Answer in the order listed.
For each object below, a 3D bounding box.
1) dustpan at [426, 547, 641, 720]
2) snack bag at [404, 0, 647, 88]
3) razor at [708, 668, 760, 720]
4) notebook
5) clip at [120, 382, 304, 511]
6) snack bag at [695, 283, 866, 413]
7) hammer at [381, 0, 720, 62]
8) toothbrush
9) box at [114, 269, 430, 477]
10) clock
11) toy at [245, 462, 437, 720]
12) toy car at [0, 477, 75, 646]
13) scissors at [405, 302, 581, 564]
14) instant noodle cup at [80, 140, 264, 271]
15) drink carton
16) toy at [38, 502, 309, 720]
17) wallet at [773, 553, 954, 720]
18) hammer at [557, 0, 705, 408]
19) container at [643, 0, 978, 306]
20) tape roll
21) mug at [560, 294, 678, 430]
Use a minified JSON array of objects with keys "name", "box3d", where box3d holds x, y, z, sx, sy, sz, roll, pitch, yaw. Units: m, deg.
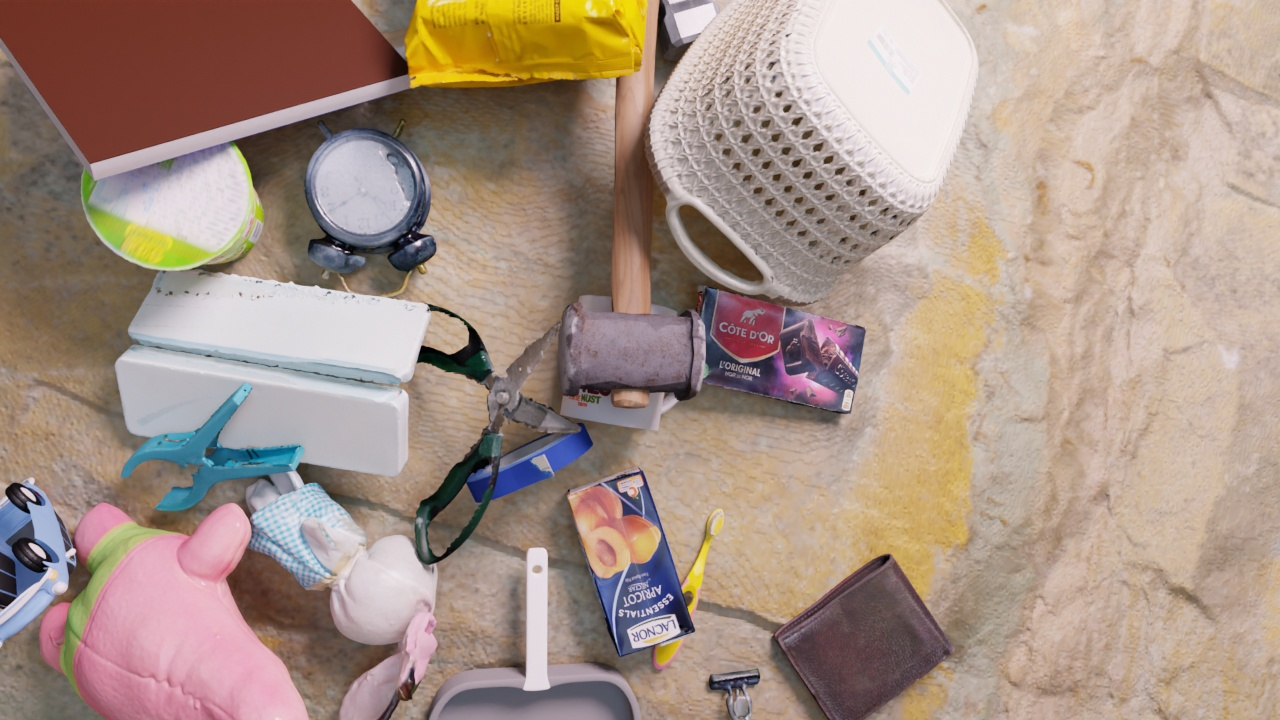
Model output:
[{"name":"dustpan","box3d":[-0.080,0.269,0.694,0.163,0.033,0.257,0,90,-11]},{"name":"snack bag","box3d":[-0.075,-0.293,0.626,0.160,0.068,0.247,-2,71,5]},{"name":"razor","box3d":[0.081,0.320,0.733,0.042,0.022,0.144,-4,92,-10]},{"name":"notebook","box3d":[-0.283,-0.209,0.589,0.208,0.022,0.171,-30,71,-34]},{"name":"clip","box3d":[-0.304,0.054,0.620,0.127,0.028,0.113,-32,110,22]},{"name":"snack bag","box3d":[0.108,-0.006,0.726,0.155,0.018,0.074,12,86,-21]},{"name":"hammer","box3d":[-0.099,-0.253,0.685,0.322,0.051,0.117,-19,91,-8]},{"name":"toothbrush","box3d":[0.039,0.181,0.726,0.021,0.016,0.135,22,86,-4]},{"name":"box","box3d":[-0.253,0.007,0.642,0.197,0.075,0.125,10,69,1]},{"name":"clock","box3d":[-0.196,-0.108,0.663,0.090,0.052,0.129,-5,95,-11]},{"name":"toy","box3d":[-0.207,0.150,0.655,0.205,0.131,0.105,50,38,11]},{"name":"toy car","box3d":[-0.394,0.128,0.582,0.056,0.153,0.055,-45,128,-15]},{"name":"scissors","box3d":[-0.123,0.050,0.633,0.015,0.202,0.204,12,97,-51]},{"name":"instant noodle cup","box3d":[-0.299,-0.104,0.612,0.099,0.108,0.099,0,90,-11]},{"name":"drink carton","box3d":[-0.008,0.152,0.698,0.064,0.040,0.130,-18,90,-3]},{"name":"toy","box3d":[-0.296,0.187,0.596,0.237,0.096,0.192,20,95,28]},{"name":"wallet","box3d":[0.182,0.230,0.750,0.120,0.031,0.099,-35,94,-7]},{"name":"hammer","box3d":[-0.005,-0.131,0.636,0.098,0.052,0.328,2,81,-12]},{"name":"container","box3d":[0.124,-0.170,0.626,0.184,0.143,0.245,41,53,-17]},{"name":"tape roll","box3d":[-0.080,0.073,0.665,0.091,0.092,0.016,-23,95,26]},{"name":"mug","box3d":[-0.004,0.004,0.694,0.105,0.074,0.089,11,88,-37]}]
